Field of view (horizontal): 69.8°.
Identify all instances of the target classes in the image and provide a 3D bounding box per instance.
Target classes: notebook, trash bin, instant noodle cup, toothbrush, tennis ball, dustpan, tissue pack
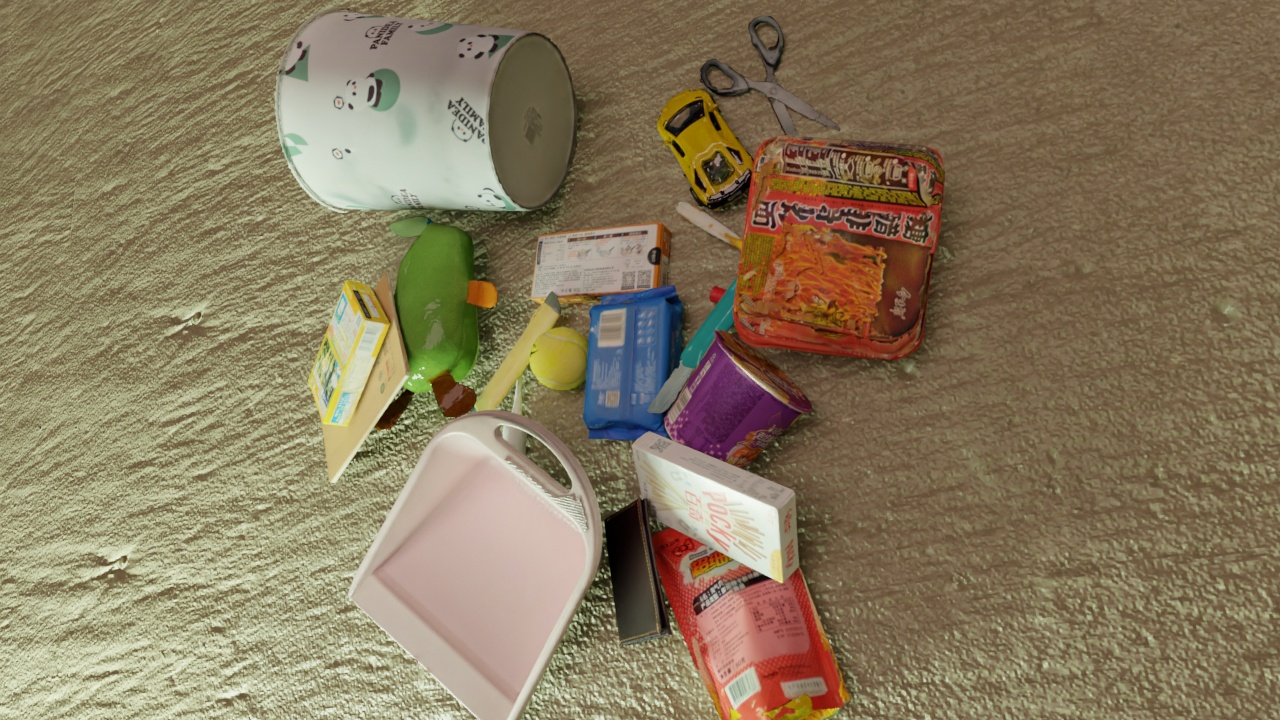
[{"bbox_3d":[-0.317,0.021,1.033,0.208,0.008,0.147,-48,48,34],"label":"notebook"},{"bbox_3d":[-0.222,-0.268,1.009,0.252,0.229,0.229,9,80,23],"label":"trash bin"},{"bbox_3d":[0.173,-0.096,0.809,0.164,0.079,0.189,9,90,12],"label":"instant noodle cup"},{"bbox_3d":[0.103,-0.113,0.910,0.191,0.018,0.016,38,91,33],"label":"toothbrush"},{"bbox_3d":[-0.134,0.096,0.964,0.026,0.026,0.220,5,76,-8],"label":"toothbrush"},{"bbox_3d":[-0.081,-0.002,0.942,0.066,0.065,0.065,-8,72,25],"label":"tennis ball"},{"bbox_3d":[0.082,0.045,0.828,0.111,0.111,0.099,45,107,29],"label":"instant noodle cup"},{"bbox_3d":[-0.155,0.185,0.857,0.222,0.139,0.273,34,83,16],"label":"dustpan"},{"bbox_3d":[-0.005,0.005,0.909,0.095,0.052,0.157,-4,75,28],"label":"tissue pack"}]

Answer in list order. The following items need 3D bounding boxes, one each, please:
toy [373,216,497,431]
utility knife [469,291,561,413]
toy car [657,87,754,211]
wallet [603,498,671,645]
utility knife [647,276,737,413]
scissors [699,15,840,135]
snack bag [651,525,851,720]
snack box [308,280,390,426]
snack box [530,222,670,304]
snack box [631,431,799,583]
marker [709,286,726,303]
[{"bbox_3d":[-0.228,-0.045,1.016,0.228,0.090,0.246,-11,70,40],"label":"toy"},{"bbox_3d":[-0.133,0.000,0.970,0.031,0.018,0.165,37,88,30],"label":"utility knife"},{"bbox_3d":[0.064,-0.222,0.945,0.071,0.041,0.155,-33,62,15],"label":"toy car"},{"bbox_3d":[-0.006,0.196,0.845,0.097,0.020,0.122,137,127,-57],"label":"wallet"},{"bbox_3d":[0.070,-0.032,0.867,0.029,0.013,0.205,32,80,26],"label":"utility knife"},{"bbox_3d":[0.132,-0.281,0.943,0.160,0.014,0.174,4,79,28],"label":"scissors"},{"bbox_3d":[0.090,0.217,0.797,0.129,0.073,0.207,-30,56,10],"label":"snack bag"},{"bbox_3d":[-0.325,-0.008,1.017,0.141,0.033,0.087,-61,41,19],"label":"snack box"},{"bbox_3d":[-0.044,-0.101,0.974,0.154,0.026,0.075,-2,76,27],"label":"snack box"},{"bbox_3d":[0.063,0.123,0.788,0.157,0.085,0.026,20,43,38],"label":"snack box"},{"bbox_3d":[0.130,-0.044,0.874,0.145,0.017,0.017,22,86,30],"label":"marker"}]
